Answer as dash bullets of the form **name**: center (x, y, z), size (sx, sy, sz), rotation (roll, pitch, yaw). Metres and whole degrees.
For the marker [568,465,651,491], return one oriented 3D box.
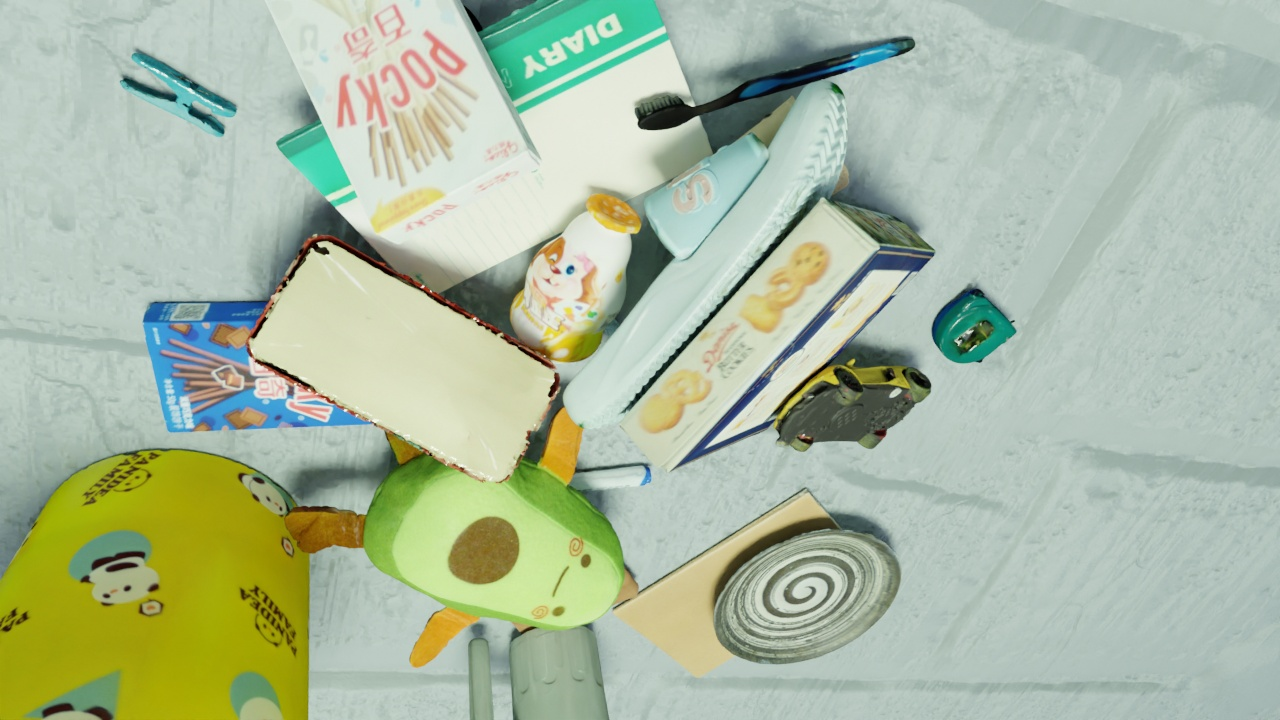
- **marker**: center (-0.064, 0.096, 0.710), size (0.145, 0.017, 0.017), rotation (-5, 127, -10)

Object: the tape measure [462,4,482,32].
- **tape measure**: center (-0.110, -0.164, 0.491), size (0.058, 0.039, 0.057), rotation (-14, 128, -4)

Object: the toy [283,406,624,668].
- **toy**: center (-0.110, 0.123, 0.650), size (0.246, 0.090, 0.227), rotation (28, 104, -26)

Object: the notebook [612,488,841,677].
- **notebook**: center (0.098, 0.210, 0.841), size (0.208, 0.008, 0.148), rotation (-34, 127, 12)

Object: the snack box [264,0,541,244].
- **snack box**: center (-0.121, -0.145, 0.449), size (0.085, 0.027, 0.156), rotation (-28, 83, 7)

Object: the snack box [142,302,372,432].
- **snack box**: center (-0.228, 0.004, 0.594), size (0.157, 0.026, 0.085), rotation (-2, 125, -13)

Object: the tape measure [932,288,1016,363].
- **tape measure**: center (0.251, -0.023, 0.696), size (0.058, 0.025, 0.055), rotation (33, 111, -31)

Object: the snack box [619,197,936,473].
- **snack box**: center (0.094, -0.017, 0.582), size (0.178, 0.046, 0.182), rotation (-49, 163, 22)

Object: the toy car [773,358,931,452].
- **toy car**: center (0.154, 0.031, 0.672), size (0.155, 0.041, 0.071), rotation (0, 137, -42)

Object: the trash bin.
- **trash bin**: center (-0.315, 0.206, 0.577), size (0.229, 0.255, 0.230), rotation (-7, 127, -9)

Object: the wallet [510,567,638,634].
- **wallet**: center (-0.072, 0.185, 0.773), size (0.115, 0.020, 0.101), rotation (-25, 126, 8)

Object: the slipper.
- **slipper**: center (0.031, -0.061, 0.541), size (0.246, 0.074, 0.104), rotation (-50, 165, 14)

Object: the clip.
- **clip**: center (-0.246, -0.142, 0.491), size (0.056, 0.014, 0.043), rotation (26, 117, -30)

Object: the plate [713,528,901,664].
- **plate**: center (0.149, 0.213, 0.835), size (0.179, 0.024, 0.180), rotation (-7, 126, -10)

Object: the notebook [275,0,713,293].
- **notebook**: center (-0.072, -0.121, 0.523), size (0.209, 0.012, 0.150), rotation (-25, 146, 6)

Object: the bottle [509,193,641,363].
- **bottle**: center (-0.038, -0.051, 0.574), size (0.063, 0.063, 0.109), rotation (15, 126, -23)

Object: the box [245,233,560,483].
- **box**: center (-0.138, 0.003, 0.541), size (0.168, 0.077, 0.091), rotation (31, 81, -17)

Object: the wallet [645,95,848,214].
- **wallet**: center (0.073, -0.103, 0.589), size (0.115, 0.024, 0.087), rotation (-37, 135, 17)

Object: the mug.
- **mug**: center (-0.087, 0.287, 0.778), size (0.123, 0.103, 0.084), rotation (14, 135, -28)

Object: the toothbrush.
- **toothbrush**: center (0.082, -0.164, 0.535), size (0.189, 0.016, 0.014), rotation (-21, 143, -16)

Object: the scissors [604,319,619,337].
- **scissors**: center (-0.003, 0.004, 0.659), size (0.057, 0.017, 0.133), rotation (-21, 125, 9)
